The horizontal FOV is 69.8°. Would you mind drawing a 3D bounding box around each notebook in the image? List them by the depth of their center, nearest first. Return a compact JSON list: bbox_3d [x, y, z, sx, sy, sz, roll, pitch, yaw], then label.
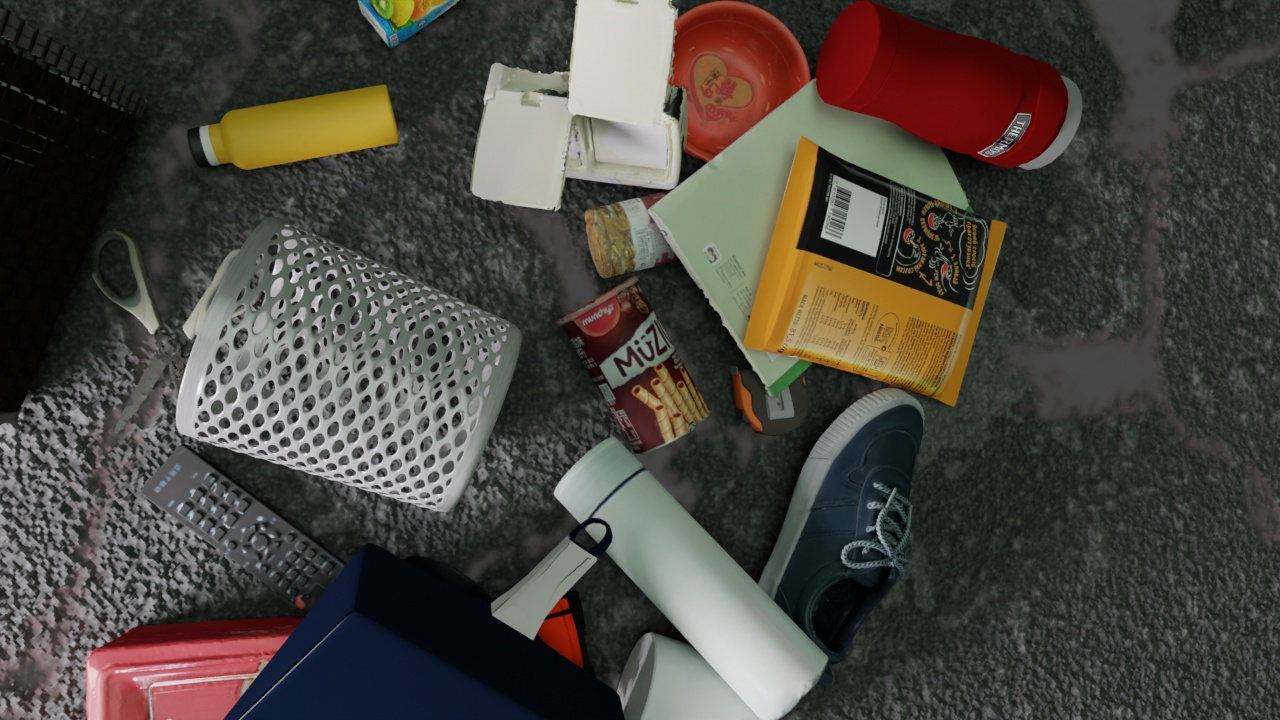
[{"bbox_3d":[0.147,-0.117,0.727,0.252,0.010,0.182,-41,109,-16],"label":"notebook"}]

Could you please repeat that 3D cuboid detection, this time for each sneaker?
[{"bbox_3d":[0.171,0.133,0.718,0.089,0.087,0.235,28,87,-33],"label":"sneaker"}]

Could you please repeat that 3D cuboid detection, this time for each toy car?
[{"bbox_3d":[-0.064,0.225,0.705,0.051,0.049,0.100,-12,92,-10],"label":"toy car"}]

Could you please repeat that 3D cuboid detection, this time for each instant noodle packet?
[{"bbox_3d":[0.193,-0.063,0.729,0.220,0.032,0.160,15,92,-26],"label":"instant noodle packet"}]

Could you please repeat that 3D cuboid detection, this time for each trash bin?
[{"bbox_3d":[-0.191,0.010,0.633,0.183,0.156,0.156,22,86,-12],"label":"trash bin"}]

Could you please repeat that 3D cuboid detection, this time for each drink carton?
[{"bbox_3d":[-0.153,-0.293,0.697,0.128,0.038,0.044,-40,96,-8],"label":"drink carton"}]

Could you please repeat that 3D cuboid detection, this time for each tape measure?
[{"bbox_3d":[0.106,0.032,0.742,0.058,0.038,0.059,-4,90,-10],"label":"tape measure"}]

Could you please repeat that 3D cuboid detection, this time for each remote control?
[{"bbox_3d":[-0.291,0.124,0.680,0.150,0.022,0.047,41,83,-9],"label":"remote control"}]

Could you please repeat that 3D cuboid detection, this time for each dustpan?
[{"bbox_3d":[-0.115,0.218,0.623,0.273,0.080,0.236,-43,116,14],"label":"dustpan"}]

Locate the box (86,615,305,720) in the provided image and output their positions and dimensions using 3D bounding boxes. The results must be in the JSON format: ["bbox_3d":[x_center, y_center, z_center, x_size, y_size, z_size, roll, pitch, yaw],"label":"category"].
[{"bbox_3d":[-0.296,0.250,0.649,0.157,0.087,0.129,-1,90,-7],"label":"box"}]

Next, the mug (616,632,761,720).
[{"bbox_3d":[0.029,0.278,0.708,0.090,0.090,0.121,21,119,-9],"label":"mug"}]

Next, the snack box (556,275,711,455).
[{"bbox_3d":[-0.004,0.004,0.706,0.072,0.072,0.121,-31,95,-9],"label":"snack box"}]

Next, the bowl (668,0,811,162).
[{"bbox_3d":[0.068,-0.214,0.733,0.130,0.045,0.130,0,89,-10],"label":"bowl"}]

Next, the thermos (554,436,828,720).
[{"bbox_3d":[0.034,0.158,0.678,0.068,0.068,0.230,-44,77,-8],"label":"thermos"}]

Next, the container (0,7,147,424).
[{"bbox_3d":[-0.487,-0.102,0.536,0.247,0.246,0.243,17,90,-10],"label":"container"}]

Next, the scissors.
[{"bbox_3d":[-0.343,-0.028,0.676,0.157,0.012,0.171,-35,96,-8],"label":"scissors"}]

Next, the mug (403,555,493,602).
[{"bbox_3d":[-0.150,0.217,0.675,0.119,0.085,0.100,32,92,-14],"label":"mug"}]

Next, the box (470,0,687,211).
[{"bbox_3d":[-0.046,-0.151,0.620,0.143,0.187,0.105,7,70,6],"label":"box"}]

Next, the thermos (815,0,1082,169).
[{"bbox_3d":[0.239,-0.219,0.716,0.198,0.084,0.108,10,56,-23],"label":"thermos"}]

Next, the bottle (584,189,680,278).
[{"bbox_3d":[0.014,-0.103,0.717,0.105,0.056,0.056,-15,92,-11],"label":"bottle"}]

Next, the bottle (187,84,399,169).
[{"bbox_3d":[-0.254,-0.169,0.676,0.143,0.043,0.043,-13,92,-10],"label":"bottle"}]
